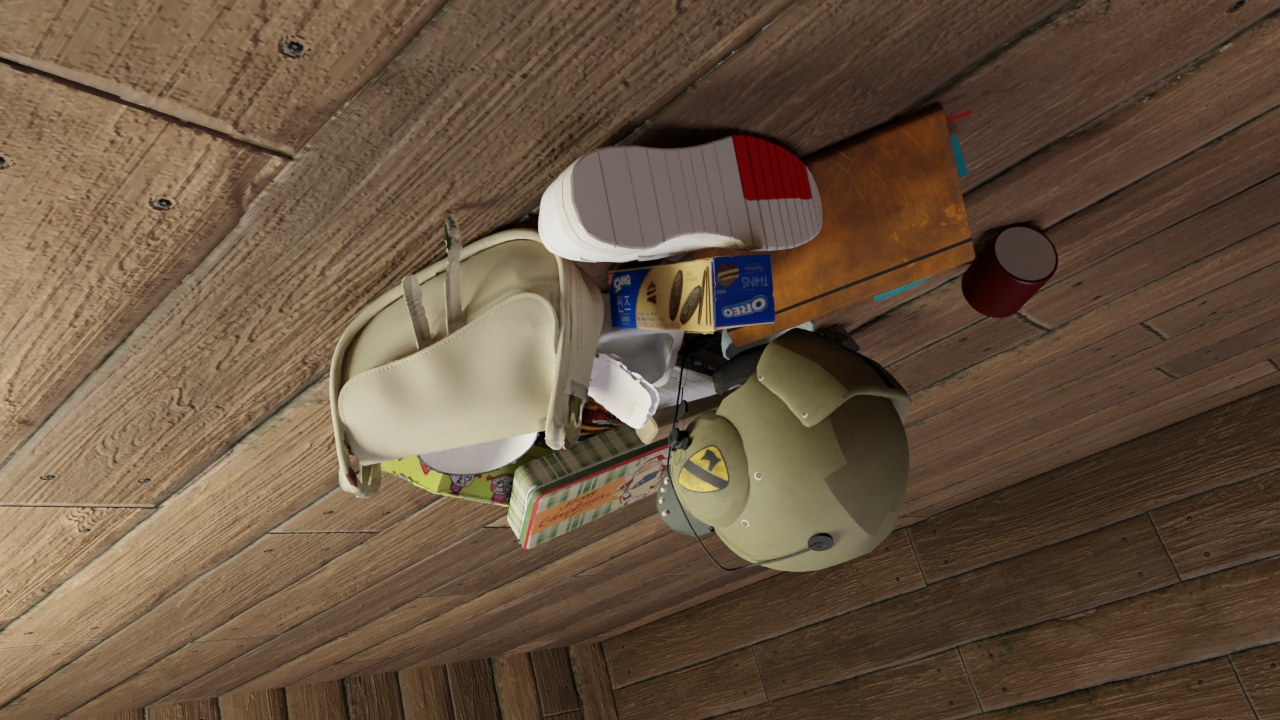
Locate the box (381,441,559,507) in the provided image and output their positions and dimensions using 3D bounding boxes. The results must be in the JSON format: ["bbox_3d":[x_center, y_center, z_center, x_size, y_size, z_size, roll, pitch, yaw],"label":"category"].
[{"bbox_3d":[-0.189,0.111,1.038,0.124,0.082,0.221,15,172,33],"label":"box"}]

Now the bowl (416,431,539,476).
[{"bbox_3d":[-0.155,0.047,0.849,0.116,0.065,0.116,-13,141,-11],"label":"bowl"}]

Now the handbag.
[{"bbox_3d":[-0.150,-0.004,0.732,0.229,0.183,0.132,-15,156,16],"label":"handbag"}]

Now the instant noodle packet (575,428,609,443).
[{"bbox_3d":[-0.095,0.125,1.270,0.086,0.026,0.135,-2,154,-41],"label":"instant noodle packet"}]

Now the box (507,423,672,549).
[{"bbox_3d":[-0.048,0.135,1.038,0.205,0.050,0.118,-18,144,-30],"label":"box"}]

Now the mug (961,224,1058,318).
[{"bbox_3d":[0.419,-0.107,1.020,0.105,0.073,0.083,-40,165,-19],"label":"mug"}]

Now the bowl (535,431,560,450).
[{"bbox_3d":[-0.121,0.133,1.201,0.124,0.124,0.052,-37,-177,42],"label":"bowl"}]

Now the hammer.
[{"bbox_3d":[0.125,0.040,1.075,0.321,0.051,0.118,-15,151,-39],"label":"hammer"}]

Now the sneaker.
[{"bbox_3d":[0.028,-0.116,0.721,0.236,0.090,0.104,-10,179,-32],"label":"sneaker"}]

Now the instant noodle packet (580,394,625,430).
[{"bbox_3d":[-0.051,0.063,1.099,0.099,0.039,0.135,-7,169,26],"label":"instant noodle packet"}]

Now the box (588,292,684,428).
[{"bbox_3d":[-0.004,0.010,0.899,0.102,0.130,0.110,-9,142,-19],"label":"box"}]

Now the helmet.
[{"bbox_3d":[0.152,0.080,0.919,0.234,0.255,0.249,-27,158,34],"label":"helmet"}]

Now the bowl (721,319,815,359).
[{"bbox_3d":[0.137,-0.039,1.017,0.106,0.039,0.106,-14,158,-6],"label":"bowl"}]

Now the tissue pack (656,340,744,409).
[{"bbox_3d":[0.036,0.022,1.079,0.104,0.071,0.181,-43,152,20],"label":"tissue pack"}]

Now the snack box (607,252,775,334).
[{"bbox_3d":[0.036,-0.054,0.770,0.056,0.057,0.207,-7,-175,-23],"label":"snack box"}]

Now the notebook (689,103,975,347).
[{"bbox_3d":[0.176,-0.107,0.813,0.249,0.014,0.178,-21,130,12],"label":"notebook"}]
